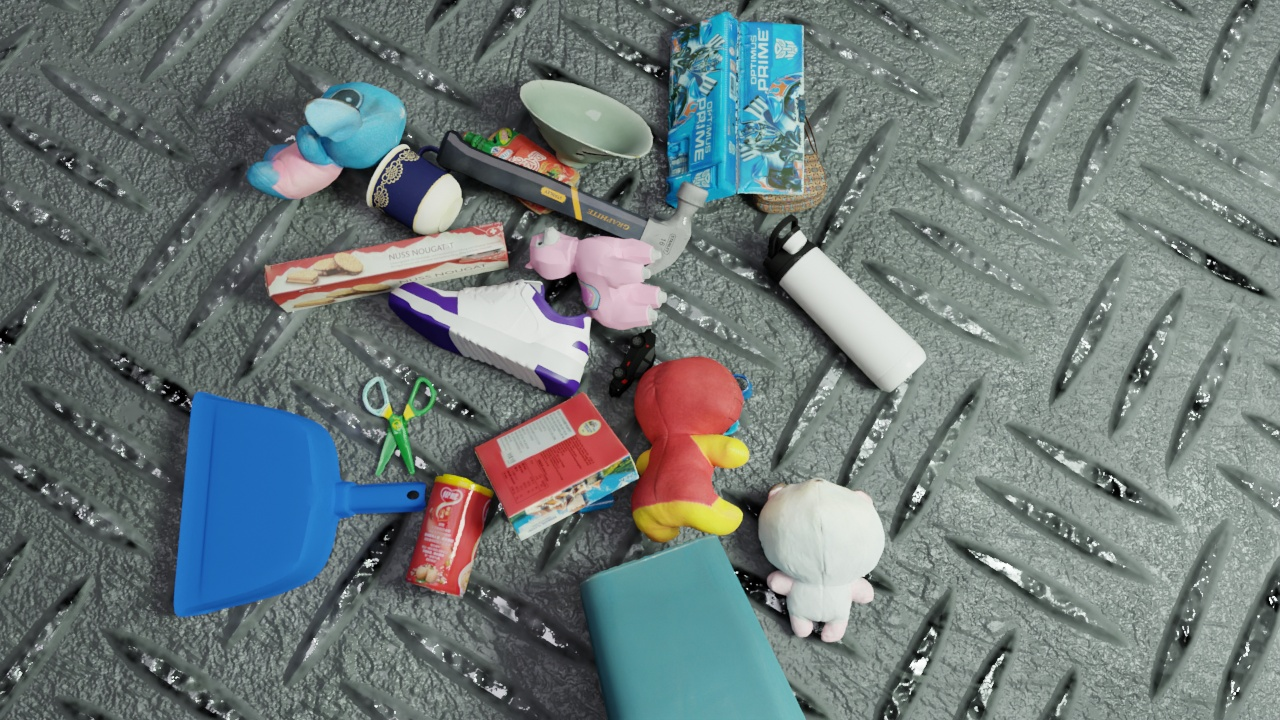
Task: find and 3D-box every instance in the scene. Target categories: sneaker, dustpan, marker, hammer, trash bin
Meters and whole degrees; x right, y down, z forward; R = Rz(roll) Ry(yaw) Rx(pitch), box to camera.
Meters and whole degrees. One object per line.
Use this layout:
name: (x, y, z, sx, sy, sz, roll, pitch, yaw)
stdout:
sneaker: (-0.166, -0.055, 1.069, 0.244, 0.092, 0.111, 24, 72, 0)
dustpan: (-0.368, 0.153, 1.015, 0.258, 0.059, 0.245, -3, 76, 5)
marker: (-0.091, 0.170, 1.052, 0.123, 0.015, 0.018, -9, 73, -3)
hammer: (-0.089, -0.199, 1.093, 0.312, 0.035, 0.139, 22, 105, -6)
trash bin: (0.042, 0.314, 0.941, 0.199, 0.197, 0.218, -17, 71, -9)

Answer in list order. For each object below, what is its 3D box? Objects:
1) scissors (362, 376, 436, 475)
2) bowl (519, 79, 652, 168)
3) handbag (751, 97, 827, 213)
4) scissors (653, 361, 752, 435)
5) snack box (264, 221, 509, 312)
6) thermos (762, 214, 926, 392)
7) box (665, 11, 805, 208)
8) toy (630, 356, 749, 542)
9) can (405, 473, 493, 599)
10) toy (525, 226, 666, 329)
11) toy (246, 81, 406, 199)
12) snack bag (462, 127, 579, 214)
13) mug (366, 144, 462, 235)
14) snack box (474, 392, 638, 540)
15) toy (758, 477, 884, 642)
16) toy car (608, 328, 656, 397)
scissors: (-0.291, 0.074, 1.064, 0.108, 0.012, 0.131, 20, 74, 2)
bowl: (-0.075, -0.276, 1.135, 0.174, 0.068, 0.173, 17, 36, -13)
handbag: (0.177, -0.282, 1.173, 0.093, 0.043, 0.195, -7, 75, 0)
scissors: (0.071, 0.027, 1.103, 0.135, 0.016, 0.083, 31, 80, 9)
snack box: (-0.292, -0.108, 1.079, 0.273, 0.077, 0.044, -12, 80, -7)
thermos: (0.240, -0.068, 1.092, 0.068, 0.101, 0.230, -42, 81, -10)
box: (0.115, -0.317, 1.142, 0.176, 0.060, 0.243, -2, 75, 17)
toy: (0.049, 0.089, 1.017, 0.148, 0.098, 0.215, -12, 59, 28)
can: (-0.210, 0.193, 1.010, 0.066, 0.067, 0.124, 15, 75, 0)
toy: (-0.054, -0.098, 1.075, 0.158, 0.123, 0.067, 6, 40, 18)
toy: (-0.363, -0.252, 1.059, 0.191, 0.223, 0.099, -28, 106, 8)
snack bag: (-0.157, -0.244, 1.146, 0.155, 0.044, 0.087, 33, 63, 11)
mug: (-0.258, -0.207, 1.104, 0.089, 0.086, 0.111, 32, 63, 2)
snack box: (-0.095, 0.112, 1.009, 0.145, 0.142, 0.040, -27, 124, -10)
toy: (0.200, 0.222, 1.021, 0.139, 0.101, 0.179, 1, 93, 9)
toy car: (-0.006, 0.006, 1.085, 0.036, 0.042, 0.091, 28, 75, 6)
